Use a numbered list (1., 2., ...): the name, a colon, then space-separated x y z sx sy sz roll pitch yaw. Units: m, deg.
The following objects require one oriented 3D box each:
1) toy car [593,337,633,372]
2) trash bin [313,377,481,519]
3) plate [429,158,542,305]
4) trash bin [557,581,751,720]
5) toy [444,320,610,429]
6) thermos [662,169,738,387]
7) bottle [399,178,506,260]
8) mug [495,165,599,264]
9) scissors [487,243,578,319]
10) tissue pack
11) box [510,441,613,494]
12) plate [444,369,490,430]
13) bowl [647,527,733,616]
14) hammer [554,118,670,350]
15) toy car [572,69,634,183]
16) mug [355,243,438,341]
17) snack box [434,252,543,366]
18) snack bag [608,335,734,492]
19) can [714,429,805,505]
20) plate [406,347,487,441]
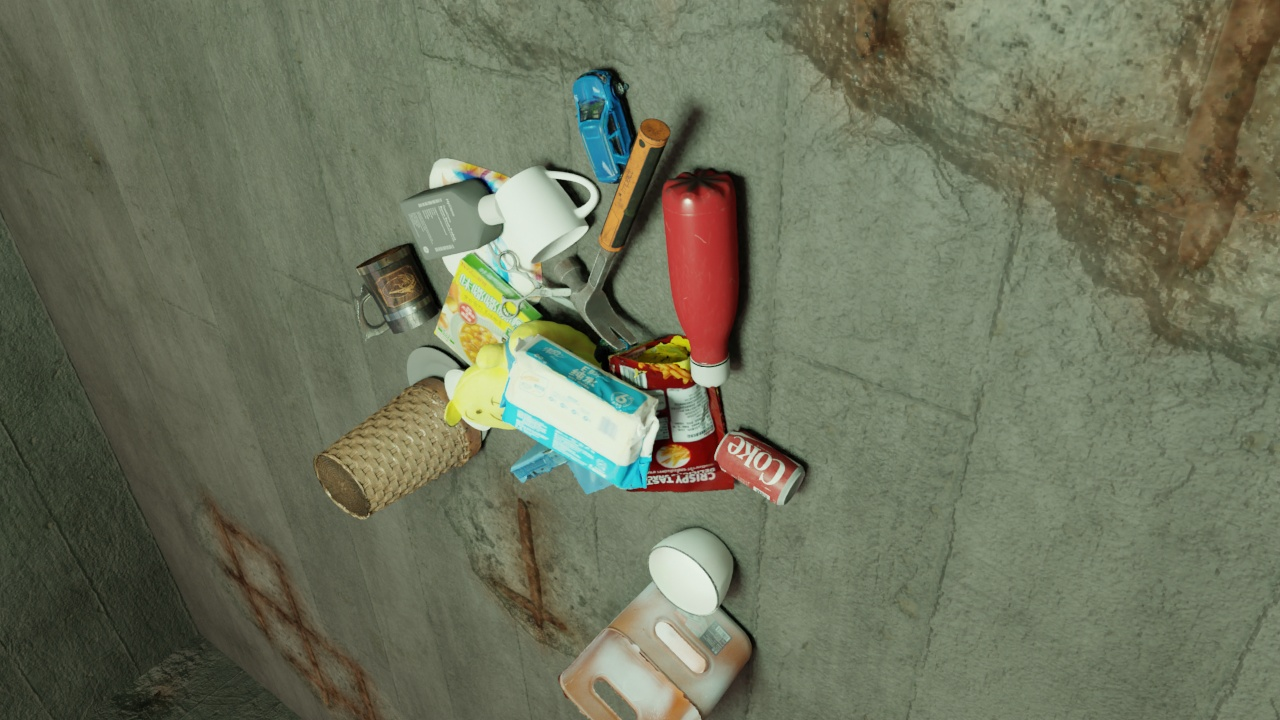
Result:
1. toy car: -0.007 0.007 1.129 0.105 0.032 0.048 33 135 1
2. trash bin: -0.369 0.141 1.404 0.151 0.209 0.151 24 133 28
3. plate: -0.207 -0.163 1.201 0.187 0.016 0.187 22 132 30
4. trash bin: 0.021 0.441 1.328 0.181 0.157 0.261 43 138 10
5. toy: -0.154 0.022 1.200 0.148 0.083 0.215 21 137 -30
6. thermos: 0.068 -0.077 0.967 0.073 0.073 0.240 18 129 33
7. bottle: -0.223 -0.180 1.152 0.174 0.046 0.084 -3 116 44
8. mug: -0.104 -0.179 1.060 0.114 0.080 0.087 -33 87 19
9. scissors: -0.126 -0.100 1.153 0.142 0.014 0.147 -20 93 25
10. tissue pack: -0.069 0.061 1.069 0.209 0.065 0.117 29 130 16
11. box: -0.064 0.138 1.237 0.112 0.094 0.232 54 139 -7
12. plate: -0.247 0.053 1.362 0.104 0.026 0.104 27 136 30
13. bowl: 0.073 0.276 1.228 0.116 0.065 0.116 24 132 29
14. hammer: -0.019 -0.130 0.979 0.137 0.034 0.315 55 152 16
15. toy car: -0.037 -0.243 0.965 0.056 0.043 0.120 5 121 41
16. mug: -0.366 -0.095 1.327 0.107 0.115 0.080 66 171 -18
17. snack box: -0.211 -0.048 1.254 0.132 0.027 0.168 42 138 8
18. snack bag: 0.035 0.077 1.097 0.139 0.066 0.208 -7 117 6
19. can: 0.138 0.123 1.065 0.096 0.053 0.054 31 136 22
20. plate: -0.304 0.056 1.454 0.178 0.012 0.179 24 132 29
